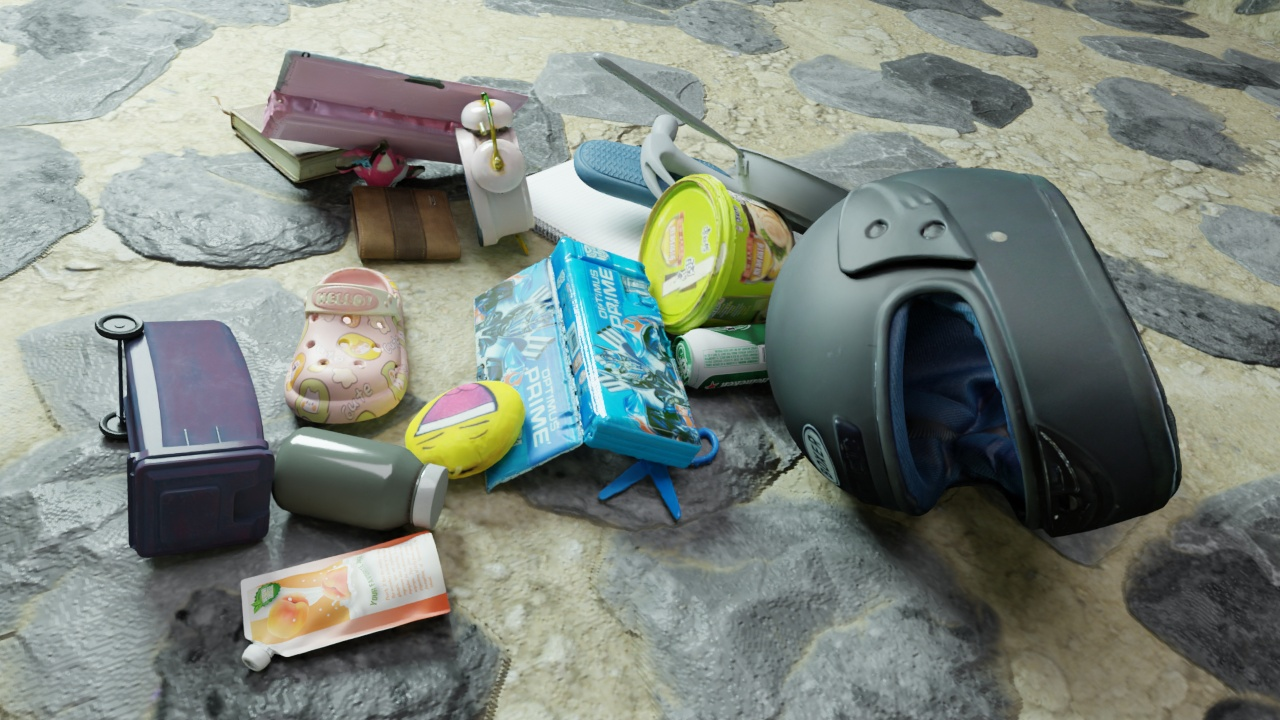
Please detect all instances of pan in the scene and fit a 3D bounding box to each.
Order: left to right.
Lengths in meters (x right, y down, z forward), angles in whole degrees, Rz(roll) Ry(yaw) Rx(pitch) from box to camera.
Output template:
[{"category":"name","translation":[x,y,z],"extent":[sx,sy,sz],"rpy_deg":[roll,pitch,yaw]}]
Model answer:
[{"category":"pan","translation":[0.107,-0.180,0.855],"extent":[0.356,0.051,0.200],"rpy_deg":[23,9,-16]}]

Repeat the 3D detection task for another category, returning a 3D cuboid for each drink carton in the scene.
[{"category":"drink carton","translation":[-0.187,0.149,0.578],"extent":[0.122,0.039,0.069],"rpy_deg":[-12,43,-17]}]

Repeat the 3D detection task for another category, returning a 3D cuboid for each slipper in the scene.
[{"category":"slipper","translation":[-0.234,-0.032,0.748],"extent":[0.093,0.082,0.197],"rpy_deg":[3,37,-12]},{"category":"slipper","translation":[0.025,-0.181,0.999],"extent":[0.213,0.059,0.103],"rpy_deg":[12,45,-22]}]

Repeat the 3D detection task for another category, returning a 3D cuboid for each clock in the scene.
[{"category":"clock","translation":[-0.143,-0.186,0.894],"extent":[0.058,0.158,0.116],"rpy_deg":[-13,57,-8]}]

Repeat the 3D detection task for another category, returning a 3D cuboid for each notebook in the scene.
[{"category":"notebook","translation":[-0.354,-0.281,1.064],"extent":[0.190,0.035,0.214],"rpy_deg":[36,45,28]},{"category":"notebook","translation":[-0.025,-0.155,1.005],"extent":[0.246,0.013,0.177],"rpy_deg":[32,42,24]}]

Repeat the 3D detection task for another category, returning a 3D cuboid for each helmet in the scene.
[{"category":"helmet","translation":[0.216,0.002,0.690],"extent":[0.236,0.249,0.315],"rpy_deg":[-16,41,13]}]

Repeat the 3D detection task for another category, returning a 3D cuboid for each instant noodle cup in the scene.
[{"category":"instant noodle cup","translation":[0.072,-0.091,0.850],"extent":[0.097,0.146,0.146],"rpy_deg":[8,36,-30]}]

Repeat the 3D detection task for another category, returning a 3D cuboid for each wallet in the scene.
[{"category":"wallet","translation":[-0.239,-0.139,0.925],"extent":[0.098,0.027,0.121],"rpy_deg":[-2,39,-20]}]

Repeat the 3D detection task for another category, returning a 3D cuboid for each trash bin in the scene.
[{"category":"trash bin","translation":[-0.310,0.049,0.621],"extent":[0.092,0.094,0.161],"rpy_deg":[-4,38,-32]}]

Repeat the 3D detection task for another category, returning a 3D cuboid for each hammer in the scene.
[{"category":"hammer","translation":[0.142,-0.160,0.981],"extent":[0.311,0.030,0.124],"rpy_deg":[24,44,-8]}]

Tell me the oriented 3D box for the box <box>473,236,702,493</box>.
[{"category":"box","translation":[-0.055,-0.012,0.754],"extent":[0.170,0.071,0.243],"rpy_deg":[-7,42,-8]}]

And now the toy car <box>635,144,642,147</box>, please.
[{"category":"toy car","translation":[0.008,-0.231,1.096],"extent":[0.089,0.025,0.038],"rpy_deg":[33,43,24]}]

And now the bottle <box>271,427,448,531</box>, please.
[{"category":"bottle","translation":[-0.191,0.084,0.630],"extent":[0.108,0.060,0.060],"rpy_deg":[12,38,1]}]

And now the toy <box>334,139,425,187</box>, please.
[{"category":"toy","translation":[-0.268,-0.199,0.974],"extent":[0.065,0.050,0.102],"rpy_deg":[-5,1,19]}]

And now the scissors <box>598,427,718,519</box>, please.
[{"category":"scissors","translation":[0.006,0.074,0.726],"extent":[0.127,0.015,0.125],"rpy_deg":[31,41,29]}]

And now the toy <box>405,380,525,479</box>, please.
[{"category":"toy","translation":[-0.132,0.051,0.689],"extent":[0.095,0.041,0.094],"rpy_deg":[-16,38,6]}]

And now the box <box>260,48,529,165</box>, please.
[{"category":"box","translation":[-0.249,-0.243,0.922],"extent":[0.232,0.039,0.179],"rpy_deg":[2,-6,-28]}]

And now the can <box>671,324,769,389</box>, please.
[{"category":"can","translation":[0.082,-0.004,0.809],"extent":[0.101,0.053,0.053],"rpy_deg":[-5,41,-20]}]
